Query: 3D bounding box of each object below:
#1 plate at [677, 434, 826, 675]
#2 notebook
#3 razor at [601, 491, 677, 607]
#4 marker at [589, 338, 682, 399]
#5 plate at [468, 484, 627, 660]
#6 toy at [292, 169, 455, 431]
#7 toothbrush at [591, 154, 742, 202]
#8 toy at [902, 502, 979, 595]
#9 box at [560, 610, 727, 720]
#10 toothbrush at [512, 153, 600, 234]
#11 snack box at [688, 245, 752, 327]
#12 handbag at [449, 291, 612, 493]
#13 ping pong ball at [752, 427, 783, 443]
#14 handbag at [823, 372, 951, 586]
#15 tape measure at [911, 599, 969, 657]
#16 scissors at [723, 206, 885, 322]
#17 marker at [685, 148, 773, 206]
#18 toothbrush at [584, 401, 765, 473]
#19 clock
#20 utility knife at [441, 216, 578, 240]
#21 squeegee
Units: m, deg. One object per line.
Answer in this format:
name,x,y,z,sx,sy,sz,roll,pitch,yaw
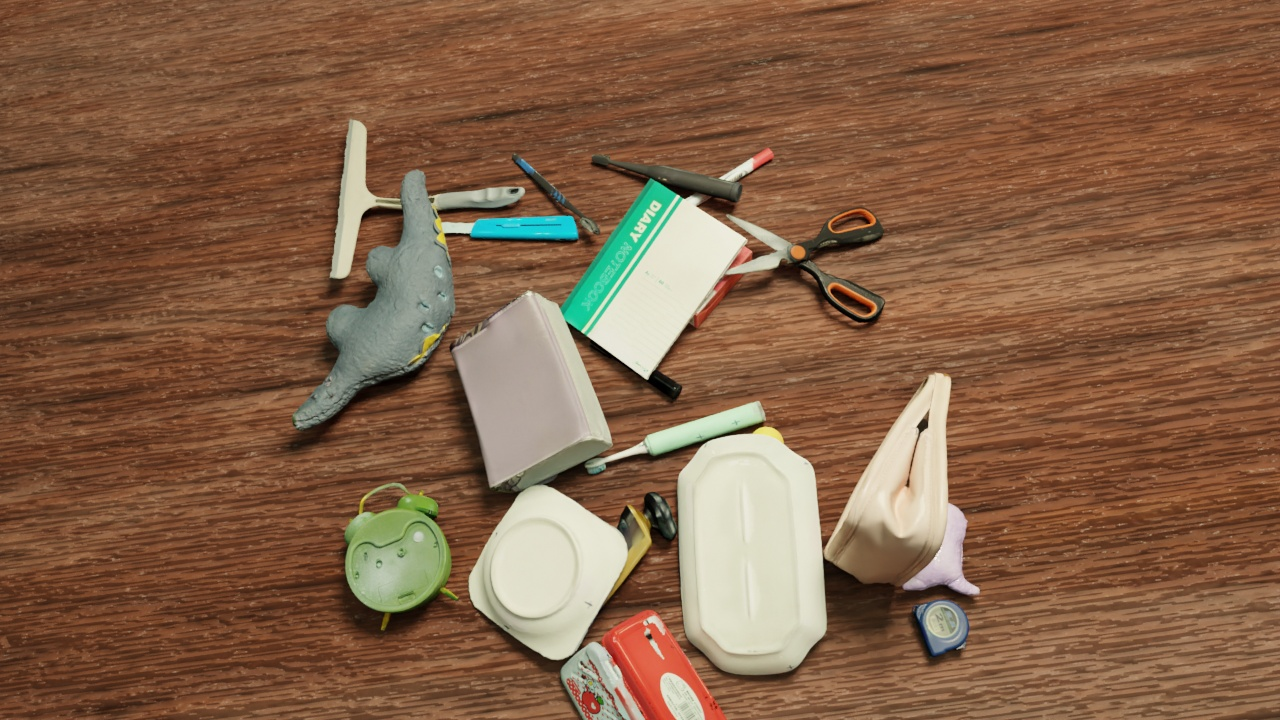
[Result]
plate,0.118,0.211,1.016,0.162,0.034,0.265,-5,76,14
notebook,0.011,-0.102,1.131,0.150,0.012,0.209,36,92,18
razor,-0.019,0.226,1.042,0.067,0.062,0.167,38,82,-9
marker,-0.007,0.007,1.136,0.132,0.020,0.022,33,92,16
plate,-0.111,0.233,1.028,0.164,0.034,0.164,27,83,26
toy,-0.308,-0.060,1.140,0.138,0.091,0.356,26,79,-8
toothbrush,0.032,-0.245,1.211,0.213,0.026,0.027,18,33,20
toy,0.335,0.206,1.022,0.084,0.039,0.107,8,64,1
box,0.011,0.386,0.985,0.112,0.100,0.201,-18,63,-39
toothbrush,-0.116,-0.223,1.221,0.189,0.016,0.014,44,120,25
snack box,0.057,-0.124,1.164,0.127,0.044,0.113,37,77,16
handbag,-0.134,0.041,1.092,0.145,0.098,0.197,-26,70,12
ping pong ball,0.148,0.098,1.077,0.040,0.040,0.040,-2,70,4
handbag,0.282,0.115,0.988,0.093,0.194,0.233,21,65,10
tape measure,0.328,0.289,0.999,0.054,0.025,0.058,-16,73,-3
scissors,0.216,-0.130,1.147,0.230,0.022,0.221,-40,80,-20
marker,0.114,-0.238,1.217,0.145,0.017,0.017,-33,70,-7
toothbrush,0.041,0.093,1.096,0.224,0.027,0.026,-17,33,-2
clock,-0.280,0.218,1.062,0.116,0.056,0.161,-21,70,-4
utility knife,-0.186,-0.175,1.220,0.209,0.018,0.034,0,70,6
squeegee,-0.276,-0.216,1.231,0.246,0.039,0.246,-2,67,0
